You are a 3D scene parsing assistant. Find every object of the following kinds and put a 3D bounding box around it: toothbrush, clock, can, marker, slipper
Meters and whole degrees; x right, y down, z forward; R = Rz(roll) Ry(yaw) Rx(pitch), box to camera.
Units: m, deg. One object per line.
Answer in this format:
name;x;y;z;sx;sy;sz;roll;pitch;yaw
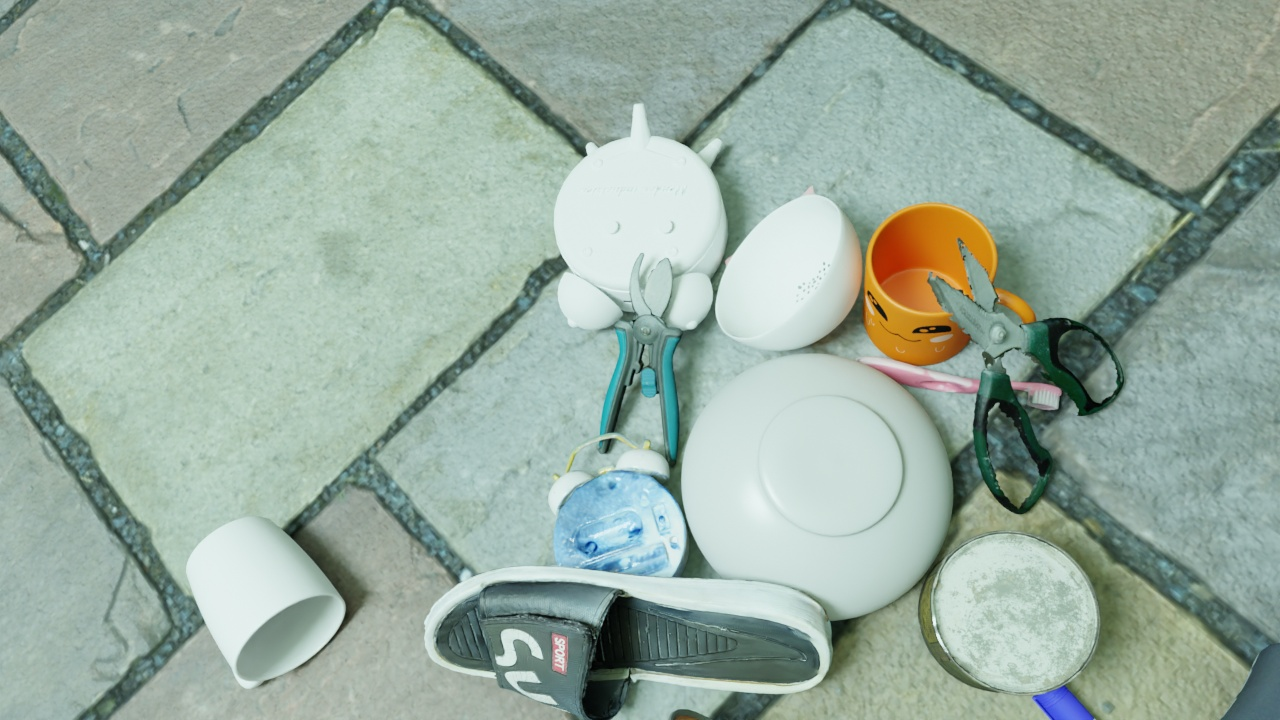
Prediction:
toothbrush;0.213;0.015;0.621;0.135;0.022;0.016;9;64;13
clock;-0.014;0.108;0.623;0.089;0.052;0.125;-20;69;6
can;0.215;0.151;0.545;0.090;0.074;0.089;-3;72;10
clock;-0.001;-0.102;0.679;0.125;0.073;0.160;1;72;13
marker;0.286;0.248;0.527;0.020;0.020;0.141;-39;68;-2
slipper;-0.016;0.183;0.566;0.264;0.111;0.063;-1;37;8
slipper;0.321;0.240;0.470;0.083;0.111;0.267;8;68;23

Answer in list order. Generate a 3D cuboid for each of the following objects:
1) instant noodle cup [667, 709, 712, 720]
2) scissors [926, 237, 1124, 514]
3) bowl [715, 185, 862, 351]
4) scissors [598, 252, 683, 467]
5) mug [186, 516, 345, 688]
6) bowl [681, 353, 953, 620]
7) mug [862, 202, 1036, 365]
instant noodle cup;0.024;0.291;0.524;0.123;0.123;0.122;42;94;21
scissors;0.213;0.017;0.551;0.137;0.209;0.015;-59;31;2
bowl;0.110;-0.052;0.633;0.115;0.050;0.114;-39;33;31
scissors;0.003;0.009;0.643;0.126;0.019;0.154;-35;89;20
mug;-0.274;0.177;0.652;0.087;0.080;0.114;41;115;27
bowl;0.115;0.072;0.581;0.176;0.066;0.176;0;71;1
mug;0.203;-0.041;0.600;0.113;0.096;0.077;26;79;19
